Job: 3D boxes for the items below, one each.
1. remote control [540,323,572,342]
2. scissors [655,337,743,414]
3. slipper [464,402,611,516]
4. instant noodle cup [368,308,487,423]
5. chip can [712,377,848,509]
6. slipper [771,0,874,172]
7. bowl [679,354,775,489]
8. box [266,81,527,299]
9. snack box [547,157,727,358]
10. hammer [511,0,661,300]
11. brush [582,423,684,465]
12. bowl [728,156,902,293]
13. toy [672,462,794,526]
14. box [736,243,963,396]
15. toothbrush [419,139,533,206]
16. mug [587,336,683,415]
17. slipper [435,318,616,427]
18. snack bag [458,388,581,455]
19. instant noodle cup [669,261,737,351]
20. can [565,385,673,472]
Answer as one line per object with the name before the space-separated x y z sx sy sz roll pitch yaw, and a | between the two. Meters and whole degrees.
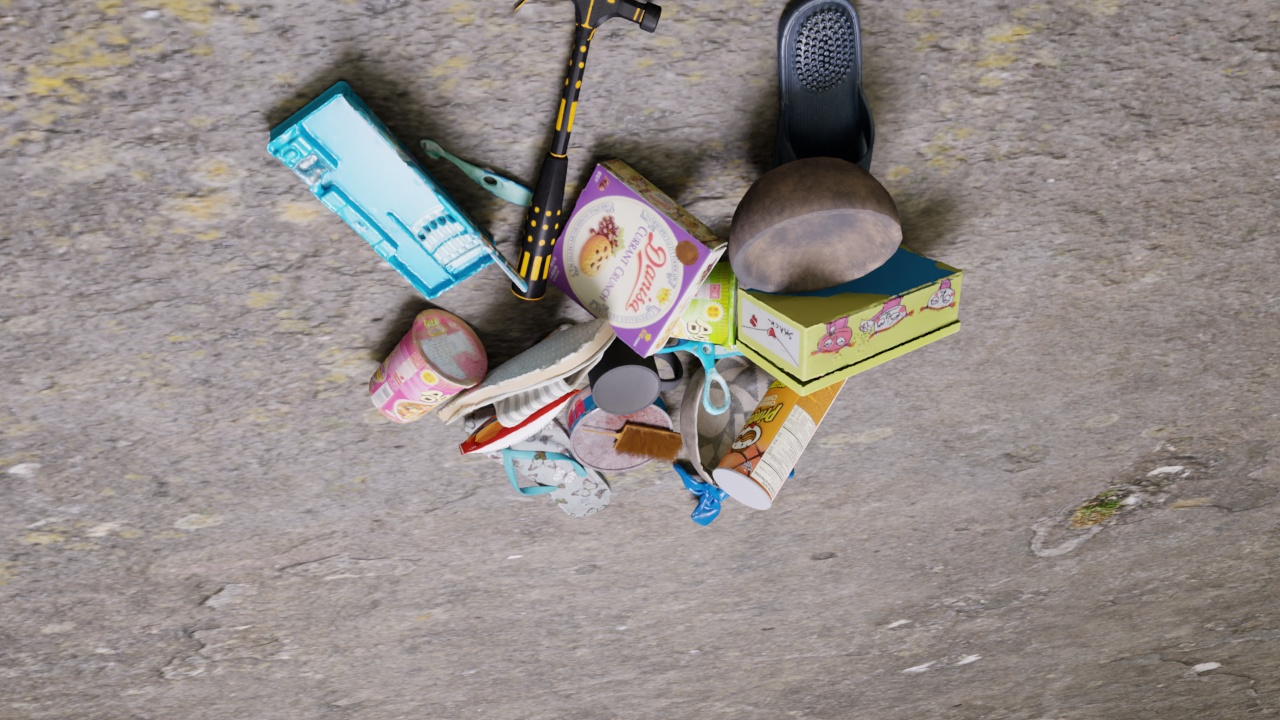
remote control | -0.117 0.005 1.063 0.126 0.038 0.018 -37 173 21
scissors | 0.065 -0.007 1.040 0.139 0.134 0.011 10 163 -18
slipper | -0.117 0.137 1.177 0.098 0.054 0.269 -33 133 13
instant noodle cup | -0.239 0.012 1.008 0.097 0.097 0.109 30 128 -35
chip can | 0.172 0.066 1.076 0.214 0.075 0.075 -54 138 -23
slipper | 0.185 -0.219 0.894 0.101 0.082 0.264 -14 134 -3
bowl | 0.106 0.067 1.122 0.178 0.081 0.178 -7 101 -39
box | -0.213 -0.154 0.859 0.170 0.085 0.227 -1 145 37
snack box | -0.009 -0.103 0.925 0.148 0.040 0.144 39 124 10
hammer | -0.081 -0.196 0.865 0.123 0.036 0.321 12 124 -9
brush | -0.007 0.101 1.128 0.126 0.017 0.048 12 129 -23
bowl | 0.162 -0.132 0.878 0.162 0.070 0.162 -6 158 -3
toy | 0.121 0.157 1.244 0.177 0.070 0.112 -30 131 28
box | 0.225 -0.053 0.983 0.220 0.124 0.083 -19 124 -26
toothbrush | -0.153 -0.179 0.893 0.135 0.017 0.022 24 123 -31
mug | -0.006 0.006 1.054 0.113 0.087 0.078 6 131 -19
slipper | -0.124 0.023 0.984 0.273 0.114 0.054 -20 113 44
snack bag | -0.139 0.069 1.042 0.144 0.131 0.039 -29 96 -11
instant noodle cup | 0.050 -0.064 0.994 0.108 0.098 0.099 4 135 9
can | -0.027 0.082 1.151 0.130 0.044 0.130 -7 134 -7
